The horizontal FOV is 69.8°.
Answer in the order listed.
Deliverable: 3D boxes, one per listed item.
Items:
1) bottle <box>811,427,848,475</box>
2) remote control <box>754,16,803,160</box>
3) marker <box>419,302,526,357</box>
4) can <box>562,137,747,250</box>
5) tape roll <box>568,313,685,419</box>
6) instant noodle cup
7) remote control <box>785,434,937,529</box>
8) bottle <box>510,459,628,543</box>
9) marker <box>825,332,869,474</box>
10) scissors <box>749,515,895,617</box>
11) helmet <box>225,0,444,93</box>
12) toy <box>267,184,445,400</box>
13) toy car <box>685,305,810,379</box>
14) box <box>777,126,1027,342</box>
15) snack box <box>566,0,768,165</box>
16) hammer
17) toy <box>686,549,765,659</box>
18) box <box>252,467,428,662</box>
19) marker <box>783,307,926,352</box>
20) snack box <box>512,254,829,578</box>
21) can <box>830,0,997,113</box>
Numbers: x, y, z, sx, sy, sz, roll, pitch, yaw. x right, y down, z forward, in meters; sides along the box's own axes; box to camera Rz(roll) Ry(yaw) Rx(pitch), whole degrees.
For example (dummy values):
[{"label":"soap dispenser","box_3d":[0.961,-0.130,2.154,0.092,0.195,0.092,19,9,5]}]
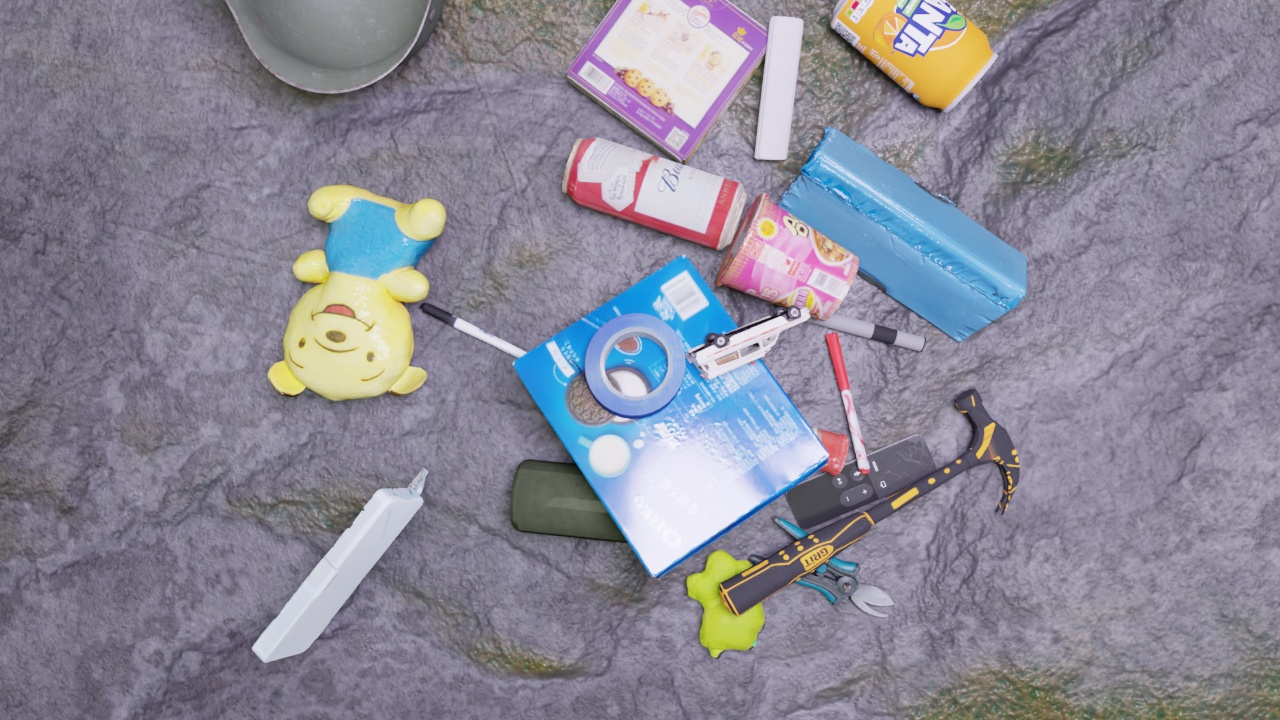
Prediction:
[{"label":"bottle","box_3d":[0.146,0.079,0.896,0.109,0.044,0.044,15,94,3]},{"label":"remote control","box_3d":[0.132,-0.256,0.869,0.033,0.012,0.131,-4,111,-22]},{"label":"marker","box_3d":[-0.154,-0.022,0.924,0.152,0.011,0.011,26,94,1]},{"label":"can","box_3d":[0.014,-0.160,0.877,0.170,0.067,0.067,18,94,3]},{"label":"tape roll","box_3d":[-0.005,0.005,0.824,0.093,0.016,0.091,-37,78,-9]},{"label":"instant noodle cup","box_3d":[0.140,-0.090,0.864,0.108,0.097,0.098,26,94,-4]},{"label":"remote control","box_3d":[0.219,0.121,0.911,0.147,0.008,0.045,-24,92,5]},{"label":"bottle","box_3d":[-0.020,0.141,0.896,0.207,0.071,0.071,5,94,3]},{"label":"marker","box_3d":[0.204,0.042,0.900,0.013,0.013,0.142,-14,88,4]},{"label":"scissors","box_3d":[0.179,0.207,0.913,0.128,0.019,0.153,-17,96,8]},{"label":"helmet","box_3d":[-0.267,-0.364,0.838,0.227,0.154,0.267,0,89,2]},{"label":"toy","box_3d":[-0.269,-0.061,0.894,0.149,0.084,0.214,13,95,10]},{"label":"toy car","box_3d":[0.099,-0.016,0.824,0.113,0.039,0.039,-21,97,-8]},{"label":"box","box_3d":[0.241,-0.111,0.872,0.231,0.094,0.102,34,127,0]},{"label":"snack box","box_3d":[0.028,-0.289,0.882,0.143,0.040,0.148,37,94,1]},{"label":"hammer","box_3d":[0.220,0.156,0.885,0.320,0.036,0.123,-30,99,-2]},{"label":"toy","box_3d":[0.086,0.243,0.914,0.093,0.036,0.094,42,88,5]},{"label":"box","box_3d":[-0.278,0.195,0.882,0.049,0.136,0.197,40,95,-1]},{"label":"marker","box_3d":[0.208,-0.034,0.899,0.140,0.016,0.016,15,94,3]},{"label":"snack box","box_3d":[0.027,0.050,0.852,0.195,0.056,0.239,-33,79,-8]},{"label":"can","box_3d":[0.251,-0.300,0.848,0.142,0.079,0.079,40,95,0]}]
